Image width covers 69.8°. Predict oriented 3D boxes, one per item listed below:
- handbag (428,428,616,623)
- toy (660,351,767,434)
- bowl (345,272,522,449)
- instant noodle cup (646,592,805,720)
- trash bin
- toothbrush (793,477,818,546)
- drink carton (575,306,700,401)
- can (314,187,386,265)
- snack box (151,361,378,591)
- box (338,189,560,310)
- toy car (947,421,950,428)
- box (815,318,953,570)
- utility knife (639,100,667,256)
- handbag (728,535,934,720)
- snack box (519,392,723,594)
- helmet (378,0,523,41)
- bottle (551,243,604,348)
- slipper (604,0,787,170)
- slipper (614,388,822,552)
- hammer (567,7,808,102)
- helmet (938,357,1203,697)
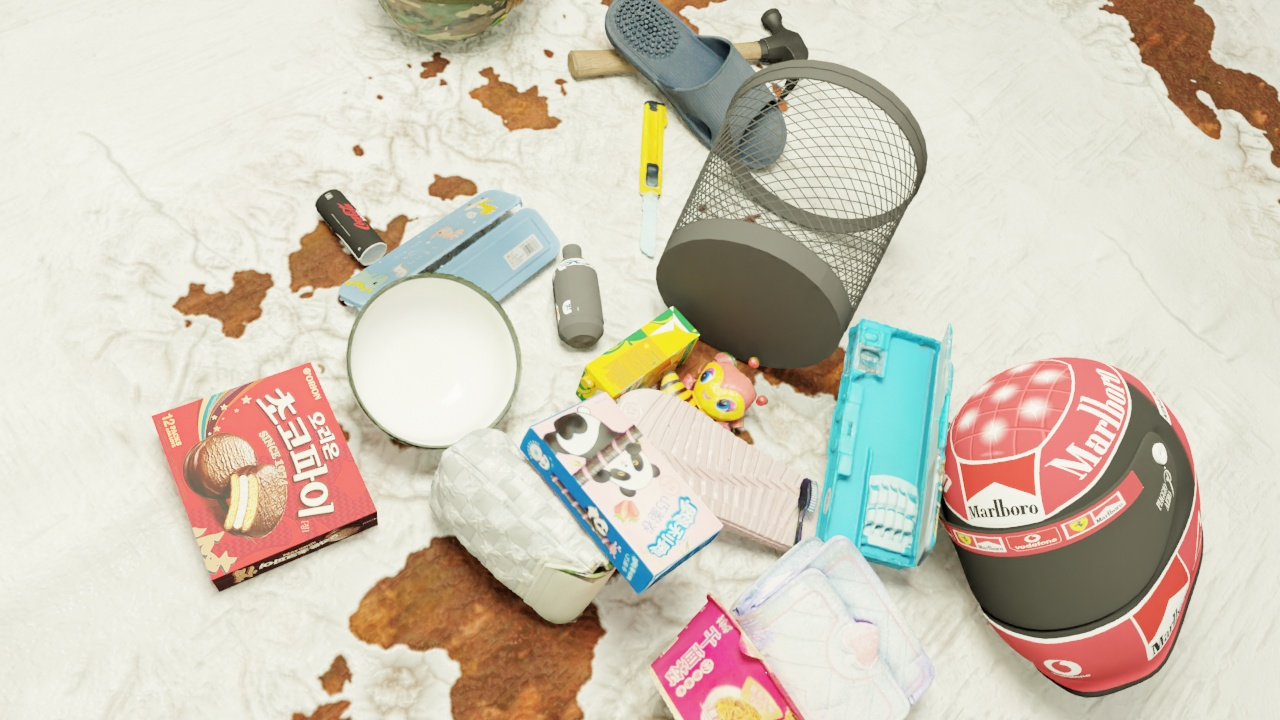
[{"bbox_3d":[-0.088,0.124,0.774,0.171,0.113,0.123,39,50,9],"label":"handbag"},{"bbox_3d":[0.069,0.035,0.898,0.103,0.046,0.084,-9,86,-8],"label":"toy"},{"bbox_3d":[-0.189,0.004,0.818,0.153,0.073,0.153,4,82,-28],"label":"bowl"},{"bbox_3d":[0.072,0.275,0.704,0.077,0.179,0.178,-32,73,-9],"label":"instant noodle cup"},{"bbox_3d":[0.146,-0.139,0.920,0.218,0.218,0.226,27,63,1],"label":"trash bin"},{"bbox_3d":[0.139,0.198,0.820,0.017,0.016,0.188,22,72,-34],"label":"toothbrush"},{"bbox_3d":[-0.005,0.005,0.887,0.122,0.058,0.041,-34,75,-28],"label":"drink carton"},{"bbox_3d":[-0.287,-0.132,0.907,0.031,0.032,0.080,-35,75,-28],"label":"can"},{"bbox_3d":[-0.315,0.094,0.773,0.132,0.036,0.152,-22,69,-24],"label":"snack box"},{"bbox_3d":[-0.185,-0.096,0.905,0.122,0.047,0.209,42,60,11],"label":"box"},{"bbox_3d":[0.282,0.066,0.932,0.112,0.047,0.047,9,65,-10],"label":"toy car"},{"bbox_3d":[0.239,0.065,0.833,0.097,0.117,0.226,16,71,-7],"label":"box"},{"bbox_3d":[0.014,-0.210,1.039,0.030,0.019,0.227,4,64,-2],"label":"utility knife"},{"bbox_3d":[0.161,0.241,0.772,0.126,0.069,0.158,-35,96,-25],"label":"handbag"},{"bbox_3d":[-0.015,0.101,0.731,0.087,0.033,0.154,-25,65,-43],"label":"snack box"},{"bbox_3d":[-0.195,-0.467,0.992,0.192,0.237,0.224,44,71,6],"label":"helmet"},{"bbox_3d":[-0.064,-0.067,0.919,0.047,0.047,0.112,-1,62,-15],"label":"bottle"},{"bbox_3d":[0.073,-0.333,1.050,0.263,0.083,0.101,42,77,-3],"label":"slipper"},{"bbox_3d":[0.064,0.112,0.846,0.239,0.065,0.094,29,60,-18],"label":"slipper"},{"bbox_3d":[0.062,-0.371,1.127,0.305,0.040,0.132,-11,62,-19],"label":"hammer"},{"bbox_3d":[0.375,0.119,0.819,0.224,0.198,0.270,50,53,-18],"label":"helmet"}]
